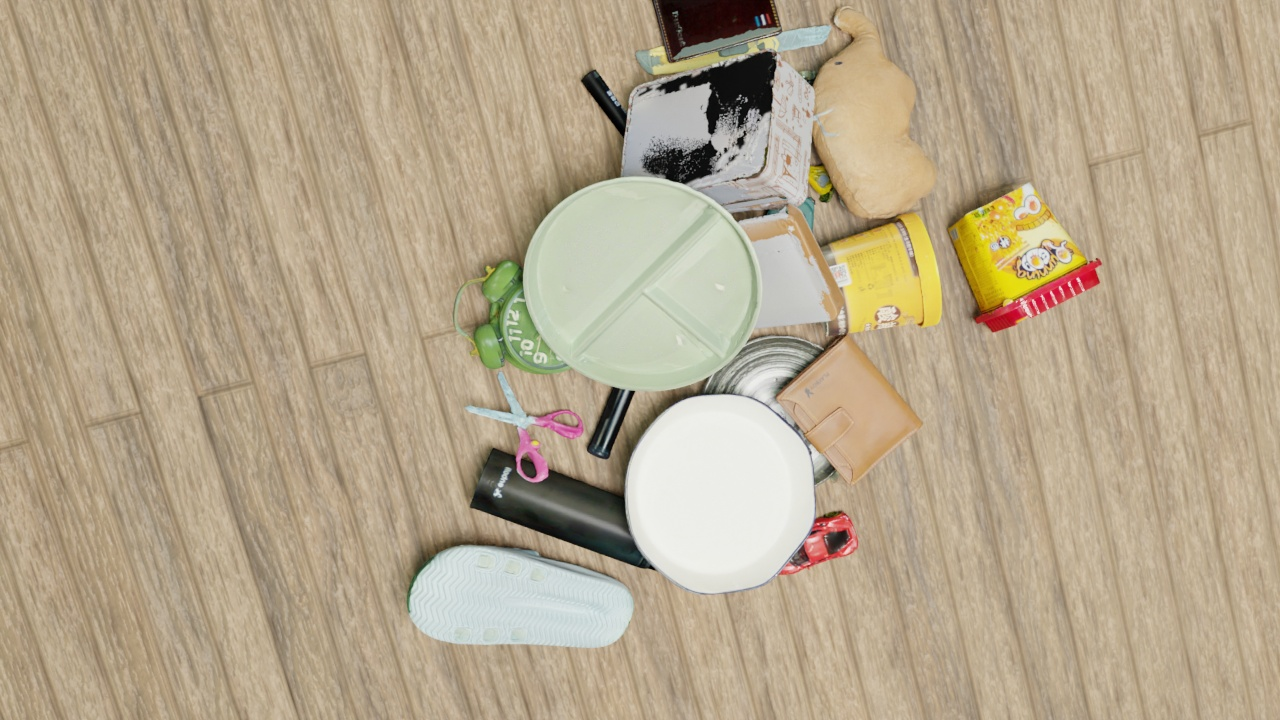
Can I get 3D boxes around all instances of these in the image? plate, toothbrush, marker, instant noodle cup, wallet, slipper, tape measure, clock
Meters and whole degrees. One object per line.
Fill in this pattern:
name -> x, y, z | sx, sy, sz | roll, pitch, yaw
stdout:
plate -> 0.081, 0.137, 0.955 | 0.204, 0.046, 0.204 | 1, 84, -11
toothbrush -> -0.006, 0.006, 0.992 | 0.027, 0.026, 0.212 | 24, 94, 8
plate -> 0.002, -0.071, 0.883 | 0.230, 0.027, 0.231 | 3, 122, 5
marker -> -0.017, -0.247, 0.970 | 0.022, 0.020, 0.132 | -34, 97, 17
plate -> 0.149, 0.062, 1.005 | 0.179, 0.024, 0.179 | 0, 95, -4
instant noodle cup -> 0.392, -0.108, 0.958 | 0.116, 0.116, 0.123 | -27, 84, 1
wallet -> 0.217, 0.058, 0.982 | 0.119, 0.035, 0.130 | -42, 96, -5
slipper -> -0.126, 0.252, 0.992 | 0.245, 0.074, 0.104 | 13, 94, -19
tape measure -> 0.160, -0.147, 0.982 | 0.054, 0.025, 0.058 | 3, 96, -2
instant noodle cup -> 0.239, -0.083, 0.951 | 0.114, 0.118, 0.118 | -12, 96, 6
clock -> -0.113, -0.042, 0.952 | 0.161, 0.056, 0.116 | 8, 96, -17
wallet -> 0.077, -0.369, 0.956 | 0.122, 0.020, 0.096 | -14, 85, 1

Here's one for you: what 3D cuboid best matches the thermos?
thermos -> -0.055, 0.158, 0.992 | 0.242, 0.069, 0.089 | 20, 64, -6

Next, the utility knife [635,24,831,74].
utility knife -> 0.099, -0.329, 0.971 | 0.208, 0.021, 0.031 | -10, 101, -5

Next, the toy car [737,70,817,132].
toy car -> 0.136, -0.272, 0.965 | 0.120, 0.037, 0.054 | -10, 96, -9

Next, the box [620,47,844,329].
box -> 0.085, -0.152, 0.897 | 0.180, 0.132, 0.271 | -3, 104, 39

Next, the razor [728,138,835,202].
razor -> 0.148, -0.210, 0.977 | 0.132, 0.028, 0.043 | 21, 98, -2

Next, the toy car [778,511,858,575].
toy car -> 0.188, 0.205, 1.017 | 0.106, 0.031, 0.049 | -18, 95, 2

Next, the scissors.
scissors -> -0.118, 0.066, 0.980 | 0.131, 0.017, 0.133 | -14, 66, -31

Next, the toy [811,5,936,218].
toy -> 0.231, -0.257, 0.944 | 0.143, 0.083, 0.226 | -20, 96, -37
